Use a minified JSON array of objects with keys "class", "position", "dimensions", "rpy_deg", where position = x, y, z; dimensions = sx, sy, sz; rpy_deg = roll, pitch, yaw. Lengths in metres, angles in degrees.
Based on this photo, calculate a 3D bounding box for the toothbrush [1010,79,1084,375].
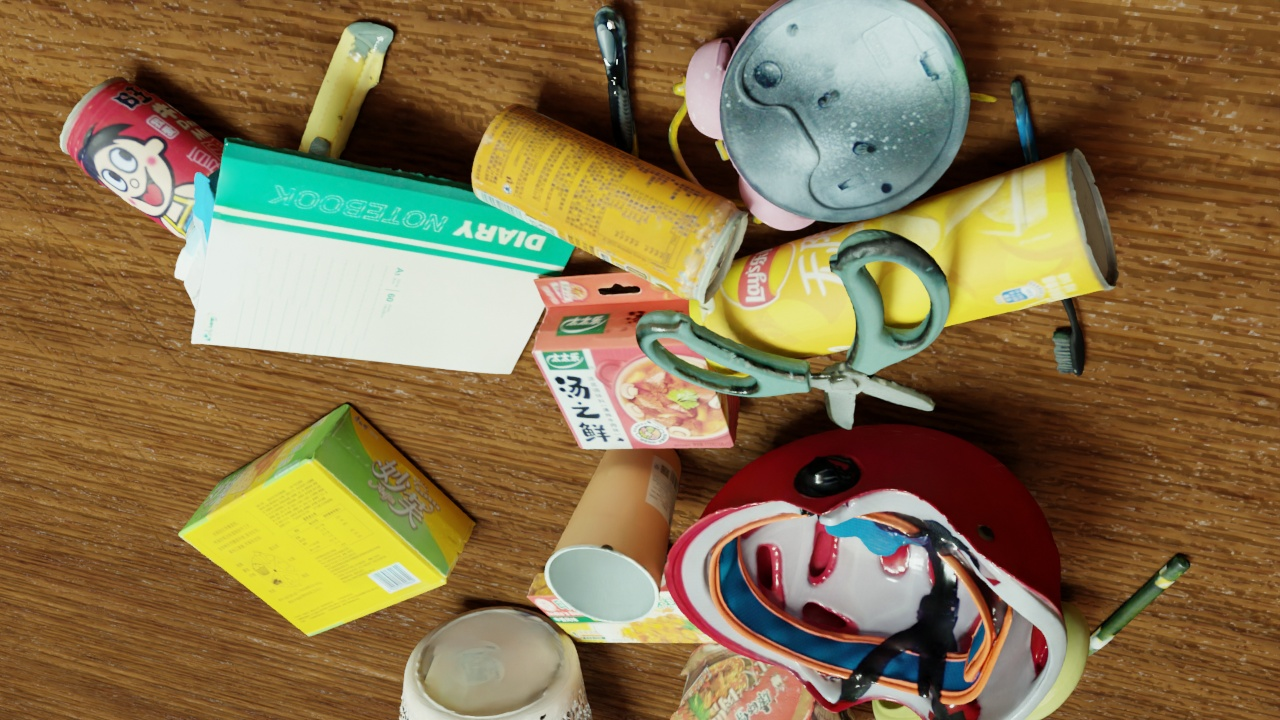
[{"class":"toothbrush","position":[0.222,-0.066,0.504],"dimensions":[0.016,0.014,0.189],"rpy_deg":[5,133,44]}]

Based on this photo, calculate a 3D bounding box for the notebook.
[{"class":"notebook","position":[-0.153,-0.053,0.564],"dimensions":[0.208,0.012,0.151],"rpy_deg":[7,135,-29]}]

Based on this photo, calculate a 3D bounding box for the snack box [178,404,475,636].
[{"class":"snack box","position":[-0.271,0.145,0.792],"dimensions":[0.211,0.069,0.157],"rpy_deg":[-27,116,33]}]

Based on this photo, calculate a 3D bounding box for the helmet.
[{"class":"helmet","position":[0.150,0.124,0.598],"dimensions":[0.240,0.143,0.207],"rpy_deg":[8,131,26]}]

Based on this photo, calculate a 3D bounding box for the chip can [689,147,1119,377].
[{"class":"chip can","position":[0.131,-0.045,0.492],"dimensions":[0.214,0.071,0.072],"rpy_deg":[-15,122,36]}]

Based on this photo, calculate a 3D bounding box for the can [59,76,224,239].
[{"class":"can","position":[-0.308,-0.128,0.587],"dimensions":[0.094,0.066,0.067],"rpy_deg":[37,129,-12]}]

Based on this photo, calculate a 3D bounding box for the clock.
[{"class":"clock","position":[0.086,-0.127,0.467],"dimensions":[0.159,0.059,0.117],"rpy_deg":[-24,118,30]}]

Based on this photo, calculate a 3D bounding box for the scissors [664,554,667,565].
[{"class":"scissors","position":[0.013,0.167,0.752],"dimensions":[0.135,0.017,0.133],"rpy_deg":[0,131,24]}]

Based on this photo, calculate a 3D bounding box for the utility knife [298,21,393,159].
[{"class":"utility knife","position":[-0.204,-0.131,0.589],"dimensions":[0.031,0.022,0.214],"rpy_deg":[36,134,-5]}]

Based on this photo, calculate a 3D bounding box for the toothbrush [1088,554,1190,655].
[{"class":"toothbrush","position":[0.348,0.202,0.680],"dimensions":[0.017,0.012,0.186],"rpy_deg":[15,131,-2]}]

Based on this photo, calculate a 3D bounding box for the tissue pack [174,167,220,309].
[{"class":"tissue pack","position":[-0.214,-0.068,0.584],"dimensions":[0.140,0.063,0.090],"rpy_deg":[10,137,-30]}]

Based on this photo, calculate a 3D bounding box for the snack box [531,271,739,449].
[{"class":"snack box","position":[-0.004,0.003,0.598],"dimensions":[0.113,0.044,0.127],"rpy_deg":[-3,137,20]}]

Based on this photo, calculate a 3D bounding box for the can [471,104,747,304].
[{"class":"can","position":[-0.018,-0.086,0.502],"dimensions":[0.146,0.058,0.058],"rpy_deg":[27,132,10]}]

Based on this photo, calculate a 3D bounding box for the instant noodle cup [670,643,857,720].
[{"class":"instant noodle cup","position":[0.112,0.301,0.761],"dimensions":[0.138,0.137,0.108],"rpy_deg":[-23,126,31]}]

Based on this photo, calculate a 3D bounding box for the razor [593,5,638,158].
[{"class":"razor","position":[-0.011,-0.130,0.520],"dimensions":[0.043,0.022,0.143],"rpy_deg":[13,133,21]}]

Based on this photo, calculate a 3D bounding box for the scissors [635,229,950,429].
[{"class":"scissors","position":[0.088,-0.015,0.469],"dimensions":[0.170,0.019,0.179],"rpy_deg":[17,147,-5]}]

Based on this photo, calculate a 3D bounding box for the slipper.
[{"class":"slipper","position":[0.236,0.225,0.685],"dimensions":[0.081,0.091,0.191],"rpy_deg":[40,132,-12]}]

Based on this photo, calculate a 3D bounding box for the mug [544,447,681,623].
[{"class":"mug","position":[-0.011,0.112,0.648],"dimensions":[0.078,0.122,0.078],"rpy_deg":[9,131,11]}]

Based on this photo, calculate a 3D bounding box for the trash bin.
[{"class":"trash bin","position":[-0.130,0.343,0.832],"dimensions":[0.228,0.226,0.192],"rpy_deg":[7,117,12]}]

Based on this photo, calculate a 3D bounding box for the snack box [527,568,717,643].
[{"class":"snack box","position":[-0.014,0.206,0.769],"dimensions":[0.156,0.026,0.077],"rpy_deg":[-13,130,37]}]
